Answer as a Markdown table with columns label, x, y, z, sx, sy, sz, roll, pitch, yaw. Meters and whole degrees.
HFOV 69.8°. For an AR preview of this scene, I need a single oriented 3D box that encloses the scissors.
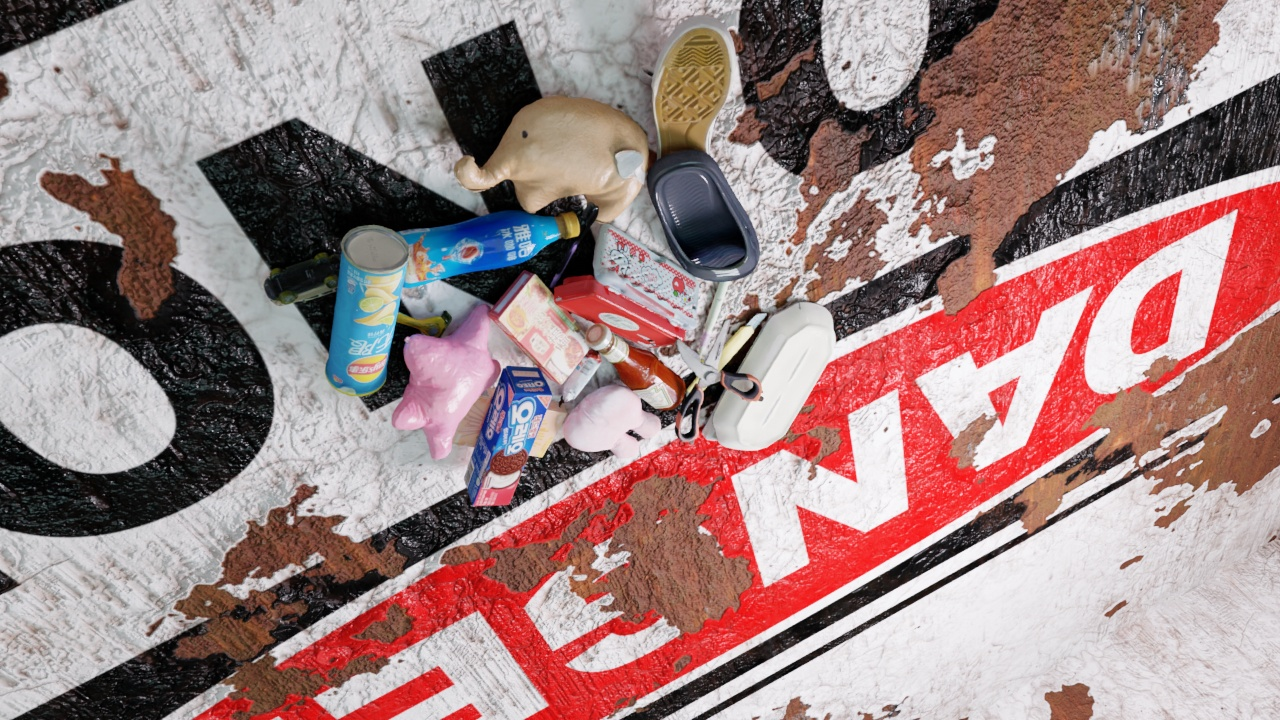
| label | x | y | z | sx | sy | sz | roll | pitch | yaw |
| --- | --- | --- | --- | --- | --- | --- | --- | --- | --- |
| scissors | 0.098 | 0.035 | 1.304 | 0.189 | 0.015 | 0.225 | -47 | 134 | 13 |

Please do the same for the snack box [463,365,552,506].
| label | x | y | z | sx | sy | sz | roll | pitch | yaw |
| --- | --- | --- | --- | --- | --- | --- | --- | --- | --- |
| snack box | -0.180 | 0.104 | 1.221 | 0.058 | 0.057 | 0.208 | 3 | 127 | -30 |

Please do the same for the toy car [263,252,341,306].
| label | x | y | z | sx | sy | sz | roll | pitch | yaw |
| --- | --- | --- | --- | --- | --- | --- | --- | --- | --- |
| toy car | -0.369 | -0.087 | 1.016 | 0.090 | 0.042 | 0.035 | -21 | 152 | -19 |

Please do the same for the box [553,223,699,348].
| label | x | y | z | sx | sy | sz | roll | pitch | yaw |
| --- | --- | --- | --- | --- | --- | --- | --- | --- | --- |
| box | -0.015 | -0.092 | 1.202 | 0.095 | 0.100 | 0.201 | -9 | 156 | 39 |

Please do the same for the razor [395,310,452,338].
| label | x | y | z | sx | sy | sz | roll | pitch | yaw |
| --- | --- | --- | --- | --- | --- | --- | --- | --- | --- |
| razor | -0.291 | -0.057 | 1.096 | 0.132 | 0.028 | 0.043 | 23 | 116 | -37 |

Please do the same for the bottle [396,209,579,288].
| label | x | y | z | sx | sy | sz | roll | pitch | yaw |
| --- | --- | --- | --- | --- | --- | --- | --- | --- | --- |
| bottle | -0.178 | -0.137 | 1.064 | 0.218 | 0.065 | 0.065 | -15 | 131 | -18 |

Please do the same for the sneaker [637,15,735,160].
| label | x | y | z | sx | sy | sz | roll | pitch | yaw |
| --- | --- | --- | --- | --- | --- | --- | --- | --- | --- |
| sneaker | 0.055 | -0.301 | 1.044 | 0.118 | 0.087 | 0.241 | 1 | 149 | -2 |

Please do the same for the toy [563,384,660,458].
| label | x | y | z | sx | sy | sz | roll | pitch | yaw |
| --- | --- | --- | --- | --- | --- | --- | --- | --- | --- |
| toy | -0.040 | 0.093 | 1.331 | 0.121 | 0.054 | 0.159 | -43 | 138 | 10 |

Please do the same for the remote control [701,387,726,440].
| label | x | y | z | sx | sy | sz | roll | pitch | yaw |
| --- | --- | --- | --- | --- | --- | --- | --- | --- | --- |
| remote control | 0.141 | 0.074 | 1.433 | 0.049 | 0.024 | 0.125 | 5 | 122 | -36 |

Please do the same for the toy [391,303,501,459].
| label | x | y | z | sx | sy | sz | roll | pitch | yaw |
| --- | --- | --- | --- | --- | --- | --- | --- | --- | --- |
| toy | -0.235 | 0.013 | 1.123 | 0.194 | 0.075 | 0.179 | -59 | 151 | -21 |

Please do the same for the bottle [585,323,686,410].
| label | x | y | z | sx | sy | sz | roll | pitch | yaw |
| --- | --- | --- | --- | --- | --- | --- | --- | --- | --- |
| bottle | -0.007 | 0.007 | 1.260 | 0.060 | 0.059 | 0.206 | -42 | 140 | 7 |

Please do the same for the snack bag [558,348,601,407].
| label | x | y | z | sx | sy | sz | roll | pitch | yaw |
| --- | --- | --- | --- | --- | --- | --- | --- | --- | --- |
| snack bag | -0.081 | 0.020 | 1.259 | 0.026 | 0.045 | 0.105 | 32 | 107 | -14 |

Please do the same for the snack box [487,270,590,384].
| label | x | y | z | sx | sy | sz | roll | pitch | yaw |
| --- | --- | --- | --- | --- | --- | --- | --- | --- | --- |
| snack box | -0.125 | -0.040 | 1.179 | 0.075 | 0.025 | 0.153 | -53 | 136 | -14 |

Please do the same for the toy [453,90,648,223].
| label | x | y | z | sx | sy | sz | roll | pitch | yaw |
| --- | --- | --- | --- | --- | --- | --- | --- | --- | --- |
| toy | -0.096 | -0.229 | 1.023 | 0.225 | 0.082 | 0.143 | 3 | 112 | -27 |

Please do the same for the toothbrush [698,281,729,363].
| label | x | y | z | sx | sy | sz | roll | pitch | yaw |
| --- | --- | --- | --- | --- | --- | --- | --- | --- | --- |
| toothbrush | 0.107 | -0.066 | 1.307 | 0.020 | 0.029 | 0.190 | 19 | 121 | 8 |

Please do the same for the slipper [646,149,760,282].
| label | x | y | z | sx | sy | sz | roll | pitch | yaw |
| --- | --- | --- | --- | --- | --- | --- | --- | --- | --- |
| slipper | 0.081 | -0.152 | 1.140 | 0.111 | 0.083 | 0.268 | -16 | 150 | 14 |

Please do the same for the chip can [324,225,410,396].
| label | x | y | z | sx | sy | sz | roll | pitch | yaw |
| --- | --- | --- | --- | --- | --- | --- | --- | --- | --- |
| chip can | -0.307 | -0.050 | 1.022 | 0.071 | 0.071 | 0.211 | -3 | 143 | -26 |

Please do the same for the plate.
| label | x | y | z | sx | sy | sz | roll | pitch | yaw |
| --- | --- | --- | --- | --- | --- | --- | --- | --- | --- |
| plate | 0.215 | 0.035 | 1.412 | 0.161 | 0.034 | 0.266 | 15 | 111 | -40 |

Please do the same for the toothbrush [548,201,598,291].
| label | x | y | z | sx | sy | sz | roll | pitch | yaw |
| --- | --- | --- | --- | --- | --- | --- | --- | --- | --- |
| toothbrush | -0.085 | -0.132 | 1.102 | 0.014 | 0.016 | 0.190 | -25 | 166 | -32 |

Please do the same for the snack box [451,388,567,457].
| label | x | y | z | sx | sy | sz | roll | pitch | yaw |
| --- | --- | --- | --- | --- | --- | --- | --- | --- | --- |
| snack box | -0.186 | 0.085 | 1.264 | 0.157 | 0.026 | 0.085 | 14 | 118 | -35 |

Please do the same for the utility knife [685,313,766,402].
| label | x | y | z | sx | sy | sz | roll | pitch | yaw |
| --- | --- | --- | --- | --- | --- | --- | --- | --- | --- |
| utility knife | 0.125 | -0.004 | 1.365 | 0.031 | 0.019 | 0.179 | 24 | 118 | -44 |
